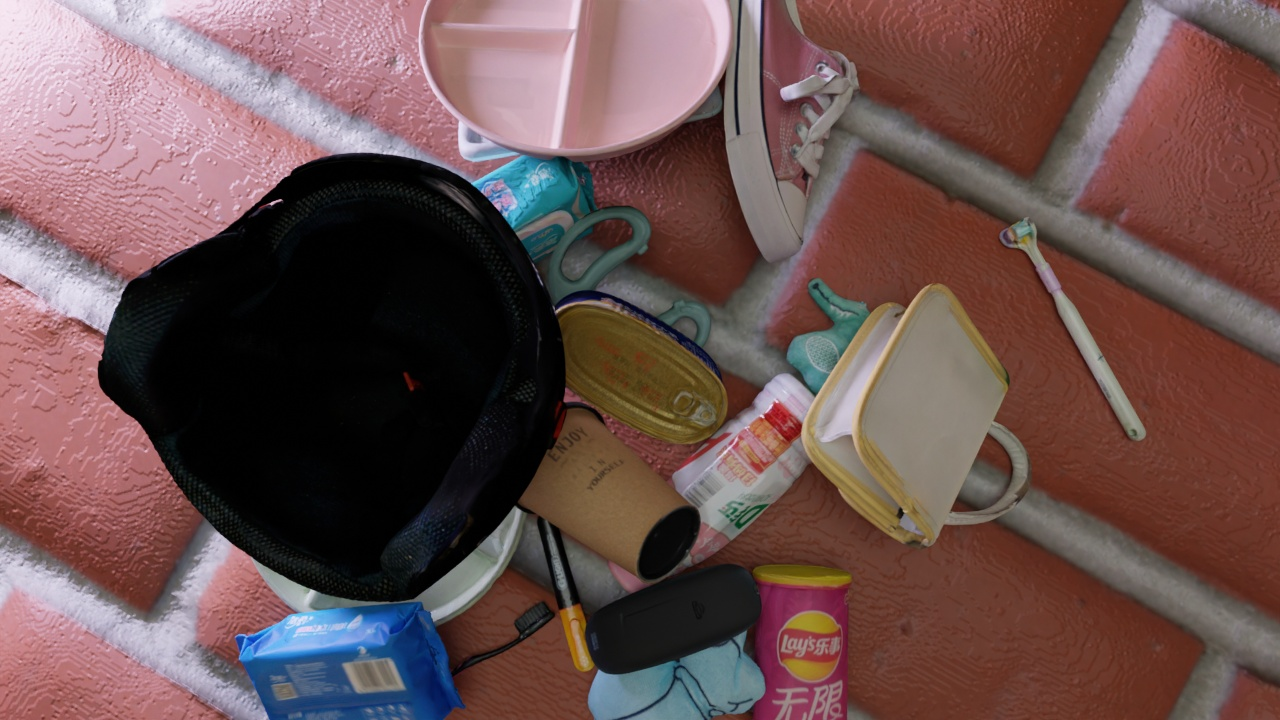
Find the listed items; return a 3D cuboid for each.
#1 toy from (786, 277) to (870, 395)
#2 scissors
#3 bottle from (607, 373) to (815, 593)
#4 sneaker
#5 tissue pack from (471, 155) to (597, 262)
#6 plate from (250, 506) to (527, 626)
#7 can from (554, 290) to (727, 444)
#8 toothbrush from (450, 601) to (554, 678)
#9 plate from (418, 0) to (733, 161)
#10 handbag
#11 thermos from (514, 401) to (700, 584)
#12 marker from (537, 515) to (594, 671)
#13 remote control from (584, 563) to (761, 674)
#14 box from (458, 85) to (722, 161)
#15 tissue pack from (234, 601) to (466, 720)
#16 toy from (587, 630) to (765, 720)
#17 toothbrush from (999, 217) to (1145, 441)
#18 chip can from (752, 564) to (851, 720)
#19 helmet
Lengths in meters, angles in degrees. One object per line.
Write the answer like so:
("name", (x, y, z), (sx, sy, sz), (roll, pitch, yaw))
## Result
("toy", (0.149, -0.017, 0.701), (0.091, 0.030, 0.096), (-34, 76, -23))
("scissors", (-0.040, -0.047, 0.704), (0.177, 0.019, 0.172), (-11, 107, 7))
("bottle", (0.059, 0.098, 0.683), (0.197, 0.068, 0.068), (-44, 84, 2))
("sneaker", (0.116, -0.195, 0.688), (0.088, 0.118, 0.241), (-5, 79, 22))
("tissue pack", (-0.094, -0.105, 0.693), (0.133, 0.093, 0.050), (-30, 77, -1))
("plate", (-0.199, 0.097, 0.713), (0.230, 0.027, 0.230), (0, 85, 2))
("can", (-0.004, 0.004, 0.682), (0.148, 0.049, 0.075), (30, 106, -8))
("toothbrush", (-0.148, 0.241, 0.705), (0.189, 0.014, 0.017), (-32, 74, 0))
("plate", (-0.047, -0.238, 0.677), (0.229, 0.028, 0.229), (-1, 65, 1))
("handbag", (0.210, 0.057, 0.660), (0.179, 0.063, 0.163), (47, 59, -16))
("thermos", (-0.029, 0.092, 0.651), (0.143, 0.093, 0.093), (31, 86, 38))
("marker", (-0.058, 0.177, 0.705), (0.018, 0.015, 0.123), (-16, 83, -3))
("remote control", (0.018, 0.181, 0.635), (0.137, 0.024, 0.053), (-26, 71, 19))
("box", (-0.046, -0.223, 0.717), (0.201, 0.064, 0.160), (-11, 65, 1))
("tissue pack", (-0.212, 0.227, 0.672), (0.157, 0.052, 0.095), (-9, 113, 10))
("toy", (0.018, 0.243, 0.667), (0.156, 0.049, 0.161), (-18, 88, 25))
("toothbrush", (0.333, -0.023, 0.703), (0.020, 0.029, 0.189), (-25, 84, -41))
("chip can", (0.114, 0.258, 0.661), (0.071, 0.071, 0.210), (2, 85, 3))
("helmet", (-0.162, 0.007, 0.571), (0.233, 0.230, 0.275), (34, 101, 0))
